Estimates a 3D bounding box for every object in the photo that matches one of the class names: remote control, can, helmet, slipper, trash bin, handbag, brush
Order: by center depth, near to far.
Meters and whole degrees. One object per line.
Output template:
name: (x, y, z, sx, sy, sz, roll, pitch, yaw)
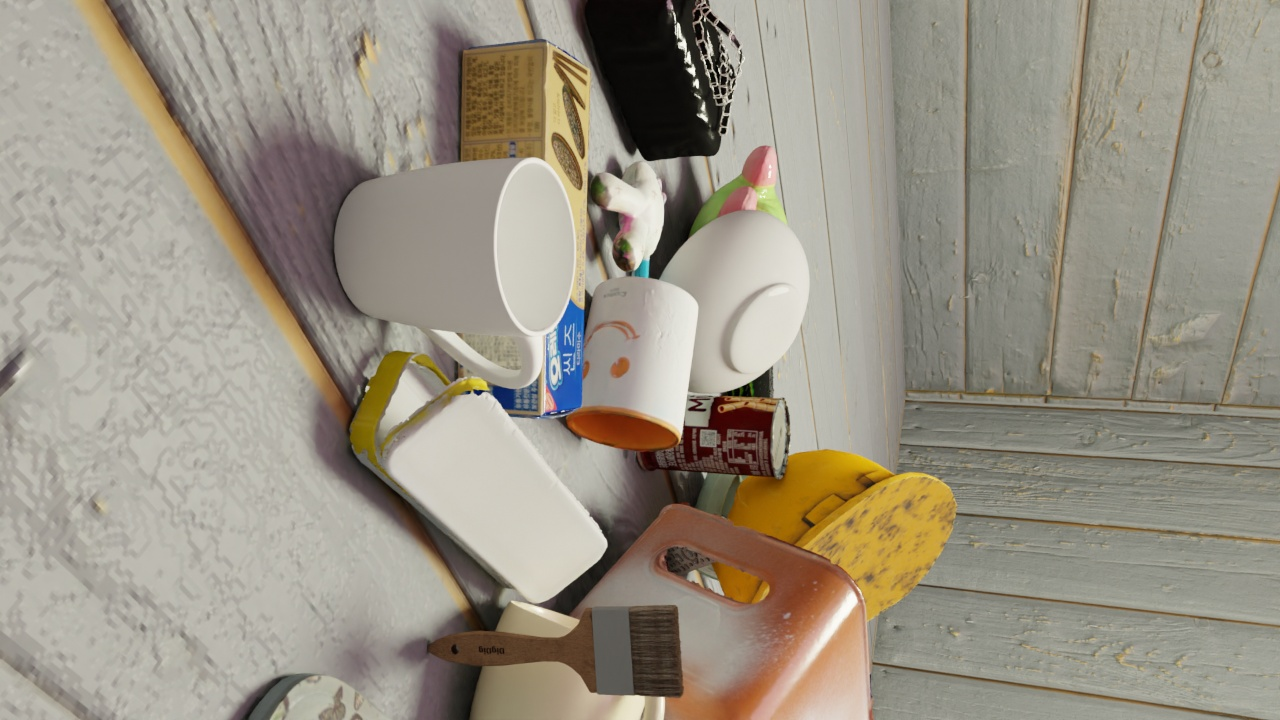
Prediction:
slipper: (-0.108, 0.239, 0.460, 0.098, 0.055, 0.269, -70, 152, -44)
brush: (-0.048, 0.152, 0.479, 0.008, 0.143, 0.045, 8, 76, -70)
trash bin: (0.056, 0.265, 0.683, 0.157, 0.182, 0.260, -39, 131, -39)
handbag: (0.038, -0.247, 0.707, 0.154, 0.115, 0.124, 57, 38, -50)
remote control: (0.040, 0.156, 0.754, 0.013, 0.137, 0.033, -39, 89, -36)
helmet: (0.156, 0.157, 0.847, 0.254, 0.131, 0.206, -4, 124, -40)
can: (0.126, 0.047, 1.051, 0.053, 0.054, 0.138, -34, 123, -65)

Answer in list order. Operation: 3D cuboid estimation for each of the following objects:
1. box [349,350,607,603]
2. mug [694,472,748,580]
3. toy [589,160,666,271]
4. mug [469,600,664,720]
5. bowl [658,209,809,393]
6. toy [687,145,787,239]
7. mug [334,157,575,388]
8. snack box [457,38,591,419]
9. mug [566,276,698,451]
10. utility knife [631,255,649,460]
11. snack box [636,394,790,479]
box: (-0.084, 0.075, 0.510, 0.067, 0.070, 0.210, -54, 147, -20)
mug: (0.088, 0.159, 0.923, 0.103, 0.084, 0.111, -65, 152, -27)
toy: (-0.001, -0.118, 0.722, 0.122, 0.038, 0.079, -51, 132, -61)
mug: (-0.041, 0.208, 0.536, 0.096, 0.120, 0.099, 34, 71, -49)
bowl: (0.092, -0.040, 0.812, 0.176, 0.066, 0.177, -24, 132, -29)
toy: (0.098, -0.091, 0.918, 0.191, 0.097, 0.237, -56, 153, -38)
mug: (-0.085, -0.038, 0.439, 0.080, 0.088, 0.114, -55, 142, -55)
snack box: (-0.066, -0.071, 0.529, 0.057, 0.056, 0.207, -6, 98, -70)
mug: (-0.004, 0.004, 0.665, 0.082, 0.082, 0.105, 52, 43, -59)
utility knife: (-0.003, -0.004, 0.766, 0.022, 0.015, 0.176, -139, -128, -84)
snack box: (0.063, 0.063, 0.792, 0.072, 0.121, 0.072, 2, 90, -68)
